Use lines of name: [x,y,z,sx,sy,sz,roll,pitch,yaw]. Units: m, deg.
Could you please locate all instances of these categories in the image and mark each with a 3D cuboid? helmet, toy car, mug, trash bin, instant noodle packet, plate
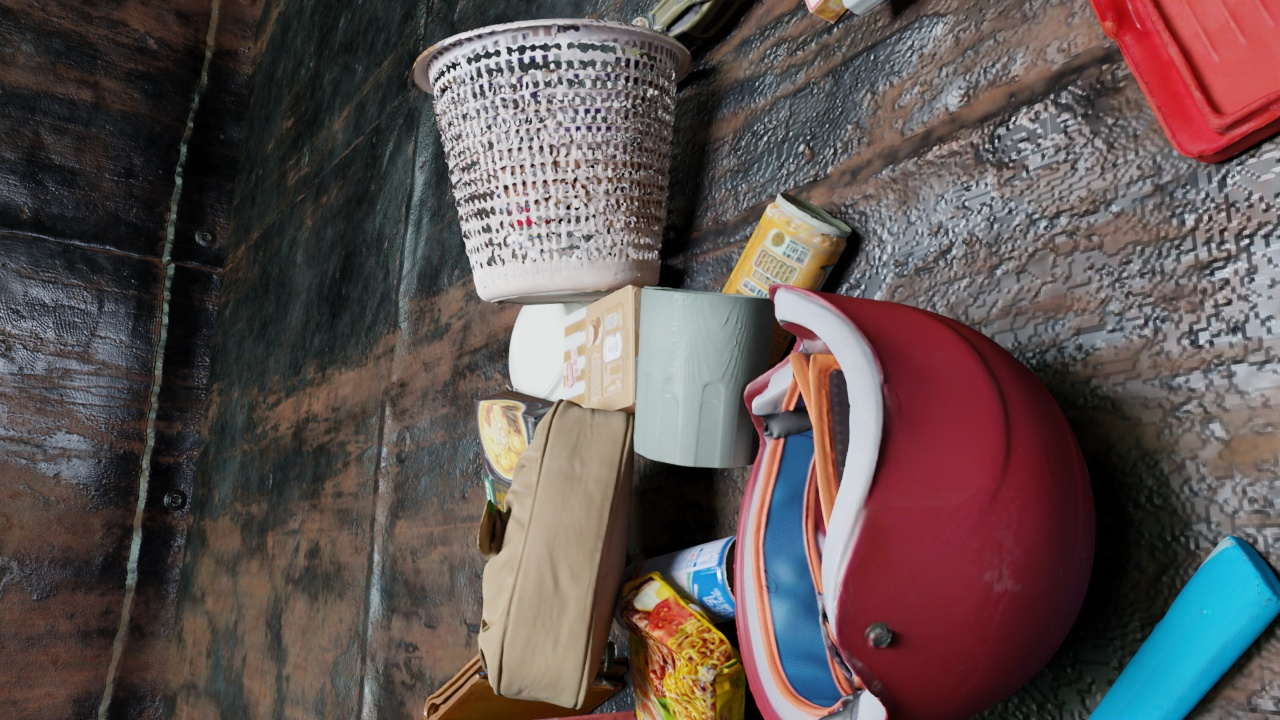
helmet: [0.129,0.085,0.456,0.241,0.144,0.206,95,173,-47]
toy car: [0.046,-0.285,0.735,0.159,0.070,0.042,-37,77,42]
mug: [0.031,0.006,0.589,0.124,0.083,0.103,-164,77,-66]
trash bin: [-0.065,-0.147,0.753,0.228,0.227,0.192,-3,91,54]
instant noodle packet: [0.028,0.214,0.596,0.111,0.044,0.128,34,137,51]
plate: [-0.084,-0.012,0.874,0.164,0.034,0.164,37,111,51]

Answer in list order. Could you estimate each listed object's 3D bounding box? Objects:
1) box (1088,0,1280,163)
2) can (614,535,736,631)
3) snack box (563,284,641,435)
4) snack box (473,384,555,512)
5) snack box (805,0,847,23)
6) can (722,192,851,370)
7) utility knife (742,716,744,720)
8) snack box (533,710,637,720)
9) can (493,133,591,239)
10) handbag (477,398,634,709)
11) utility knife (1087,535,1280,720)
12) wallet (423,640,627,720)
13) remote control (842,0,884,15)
box: [0.277,-0.208,0.412,0.161,0.049,0.200,-44,47,50]
can: [0.035,0.159,0.643,0.135,0.053,0.053,-29,58,48]
snack box: [-0.004,0.004,0.720,0.095,0.077,0.092,-20,65,50]
snack box: [-0.105,0.089,0.838,0.126,0.053,0.113,10,109,50]
snack box: [0.164,-0.313,0.616,0.156,0.027,0.077,-42,49,41]
can: [0.083,-0.037,0.626,0.146,0.058,0.058,-63,38,22]
utility knife: [0.024,0.226,0.674,0.178,0.013,0.029,30,109,54]
snack box: [-0.078,0.309,0.708,0.127,0.113,0.044,-40,52,42]
can: [-0.098,-0.174,0.908,0.094,0.066,0.066,-46,47,38]
handbag: [-0.059,0.133,0.640,0.148,0.100,0.204,100,-178,-63]
utility knife: [0.217,0.170,0.417,0.208,0.018,0.034,-65,26,20]
wallet: [-0.085,0.258,0.718,0.119,0.130,0.035,-50,40,32]
remote control: [0.144,-0.300,0.595,0.058,0.021,0.150,-31,59,47]
